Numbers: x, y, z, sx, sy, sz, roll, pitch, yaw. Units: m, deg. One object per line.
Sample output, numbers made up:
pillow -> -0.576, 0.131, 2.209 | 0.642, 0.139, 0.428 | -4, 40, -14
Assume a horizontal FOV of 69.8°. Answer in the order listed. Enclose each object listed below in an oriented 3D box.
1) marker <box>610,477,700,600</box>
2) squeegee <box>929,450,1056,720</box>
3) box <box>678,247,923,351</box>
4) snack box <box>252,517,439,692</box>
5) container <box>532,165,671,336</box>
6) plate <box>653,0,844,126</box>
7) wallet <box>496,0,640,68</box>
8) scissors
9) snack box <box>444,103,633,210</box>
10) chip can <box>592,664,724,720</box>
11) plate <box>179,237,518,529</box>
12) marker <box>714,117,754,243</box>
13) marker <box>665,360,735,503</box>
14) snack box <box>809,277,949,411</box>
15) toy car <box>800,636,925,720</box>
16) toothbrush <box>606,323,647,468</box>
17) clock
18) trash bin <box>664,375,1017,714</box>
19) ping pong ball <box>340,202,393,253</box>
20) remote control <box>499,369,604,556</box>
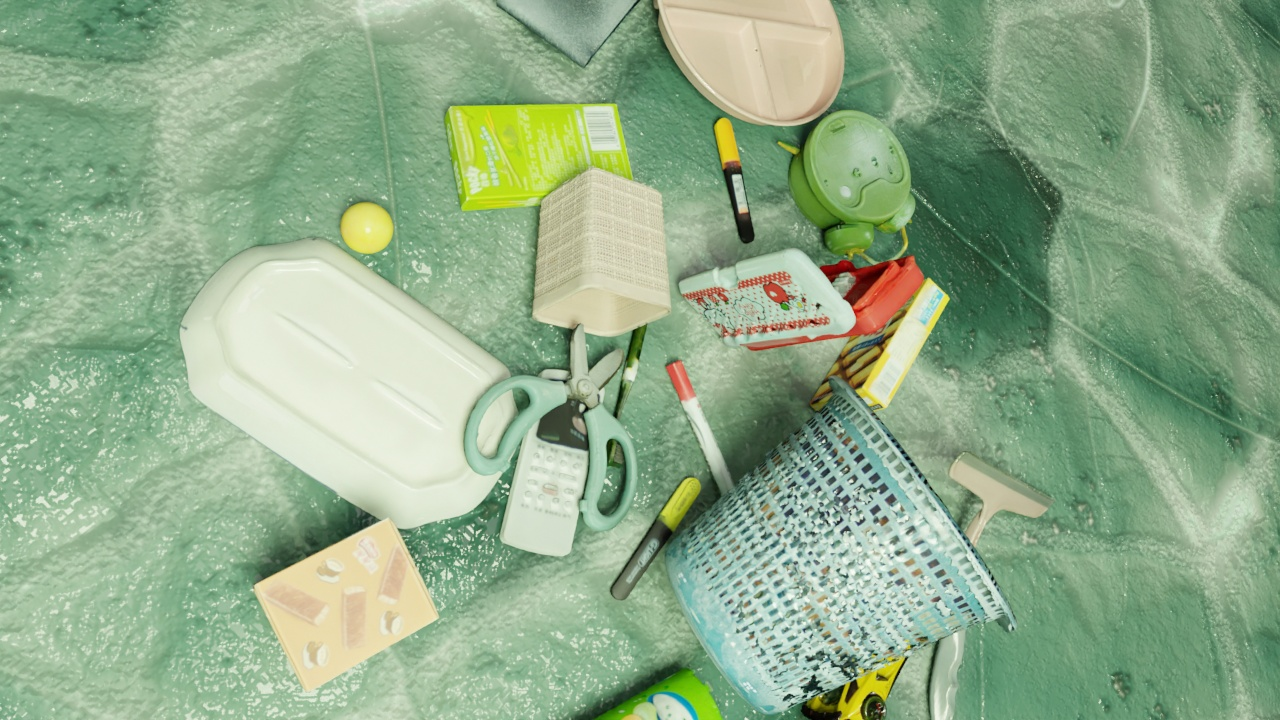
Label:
marker -> 0.014, 0.149, 0.771 | 0.018, 0.015, 0.124 | 40, 67, -6
squeegee -> 0.299, 0.223, 0.848 | 0.247, 0.040, 0.249 | 25, 80, -47
box -> 0.123, -0.064, 0.762 | 0.102, 0.202, 0.100 | -44, 103, -19
snack box -> -0.204, 0.166, 0.631 | 0.094, 0.093, 0.077 | -26, 88, -26
container -> -0.033, -0.090, 0.762 | 0.089, 0.090, 0.110 | 12, 69, -37
plate -> 0.107, -0.334, 0.907 | 0.229, 0.028, 0.229 | 9, 72, -29
wallet -> -0.059, -0.333, 0.837 | 0.097, 0.019, 0.120 | 35, 66, -5
scissors -> -0.051, 0.064, 0.737 | 0.169, 0.019, 0.181 | -41, 102, -33
snack box -> -0.087, -0.180, 0.802 | 0.156, 0.026, 0.085 | -9, 81, -25
chip can -> -0.045, 0.311, 0.676 | 0.235, 0.072, 0.072 | -20, 86, -26
plate -> -0.212, 0.013, 0.698 | 0.265, 0.034, 0.161 | 37, 66, -11
marker -> 0.090, -0.172, 0.883 | 0.018, 0.015, 0.124 | -10, 84, -23
marker -> 0.057, 0.069, 0.808 | 0.017, 0.017, 0.145 | -21, 86, -26
snack box -> 0.223, -0.008, 0.857 | 0.034, 0.087, 0.140 | 43, 65, -9
toy car -> 0.197, 0.256, 0.791 | 0.041, 0.071, 0.155 | 49, 62, -9
toothbrush -> -0.005, 0.005, 0.800 | 0.017, 0.012, 0.185 | 21, 70, -23
clock -> 0.212, -0.168, 0.909 | 0.116, 0.056, 0.161 | -30, 90, -25
trash bin -> 0.135, 0.156, 0.707 | 0.195, 0.226, 0.226 | -34, 92, 6
ping pong ball -> -0.215, -0.104, 0.722 | 0.040, 0.040, 0.040 | 6, 75, -22
remote control -> -0.070, 0.082, 0.749 | 0.058, 0.021, 0.149 | 17, 72, -19
